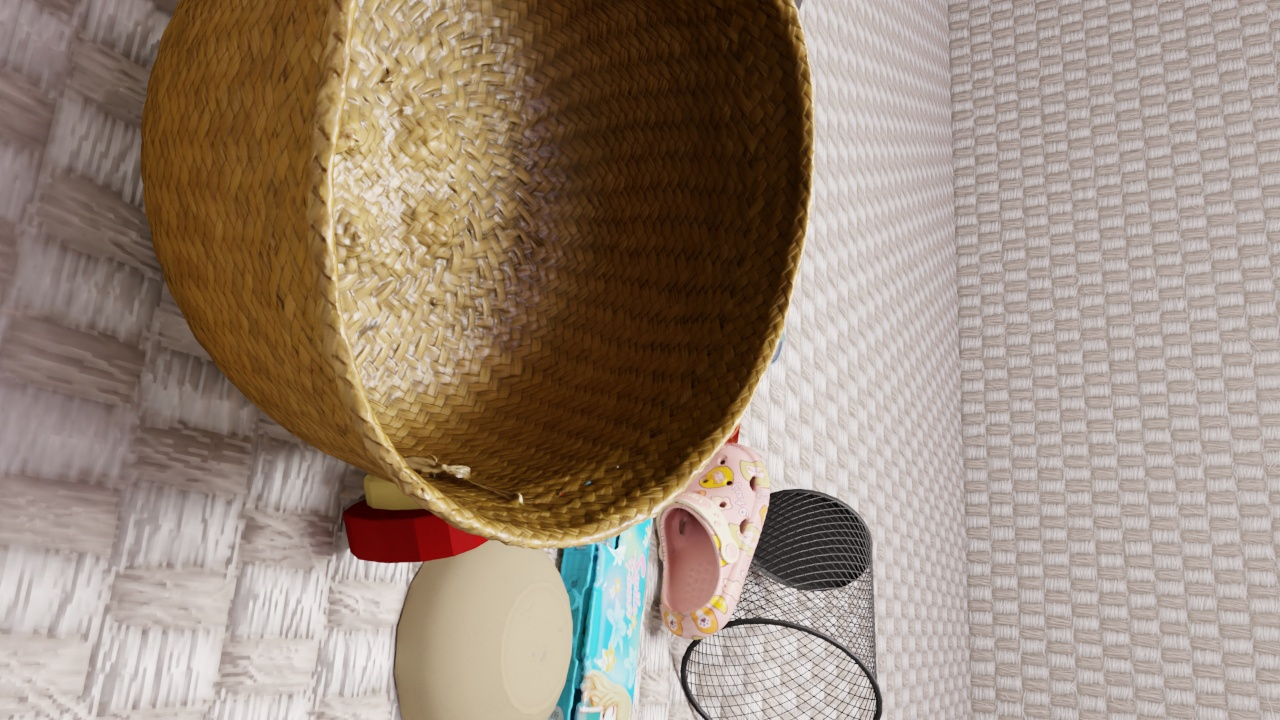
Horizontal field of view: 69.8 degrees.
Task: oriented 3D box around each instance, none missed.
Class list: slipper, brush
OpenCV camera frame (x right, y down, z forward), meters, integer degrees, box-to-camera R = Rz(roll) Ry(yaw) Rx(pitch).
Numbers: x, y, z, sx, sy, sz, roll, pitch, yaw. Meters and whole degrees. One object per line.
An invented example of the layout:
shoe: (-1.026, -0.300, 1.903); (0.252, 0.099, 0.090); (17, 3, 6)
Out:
slipper: (0.058, 0.152, 0.842); (0.081, 0.093, 0.196); (45, 48, -37)
brush: (-0.098, 0.070, 0.551); (0.173, 0.082, 0.042); (-22, 105, -62)

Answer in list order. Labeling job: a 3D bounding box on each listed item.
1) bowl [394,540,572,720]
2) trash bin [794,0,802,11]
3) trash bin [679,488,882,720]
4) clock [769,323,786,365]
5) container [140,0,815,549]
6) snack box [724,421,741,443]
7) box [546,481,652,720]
bowl: (-0.087, 0.182, 0.591); (0.152, 0.051, 0.152); (16, 72, -61)
trash bin: (0.025, -0.356, 0.683); (0.217, 0.218, 0.227); (44, 43, -52)
trash bin: (0.154, 0.251, 0.924); (0.209, 0.184, 0.184); (-63, 139, -54)
clock: (0.118, -0.070, 0.999); (0.122, 0.075, 0.161); (52, 42, -47)
container: (-0.072, -0.081, 0.446); (0.306, 0.197, 0.307); (-9, 102, -47)
snack box: (0.071, 0.026, 0.922); (0.133, 0.021, 0.089); (52, 42, -49)
box: (-0.031, 0.208, 0.705); (0.094, 0.041, 0.226); (41, 51, -54)
